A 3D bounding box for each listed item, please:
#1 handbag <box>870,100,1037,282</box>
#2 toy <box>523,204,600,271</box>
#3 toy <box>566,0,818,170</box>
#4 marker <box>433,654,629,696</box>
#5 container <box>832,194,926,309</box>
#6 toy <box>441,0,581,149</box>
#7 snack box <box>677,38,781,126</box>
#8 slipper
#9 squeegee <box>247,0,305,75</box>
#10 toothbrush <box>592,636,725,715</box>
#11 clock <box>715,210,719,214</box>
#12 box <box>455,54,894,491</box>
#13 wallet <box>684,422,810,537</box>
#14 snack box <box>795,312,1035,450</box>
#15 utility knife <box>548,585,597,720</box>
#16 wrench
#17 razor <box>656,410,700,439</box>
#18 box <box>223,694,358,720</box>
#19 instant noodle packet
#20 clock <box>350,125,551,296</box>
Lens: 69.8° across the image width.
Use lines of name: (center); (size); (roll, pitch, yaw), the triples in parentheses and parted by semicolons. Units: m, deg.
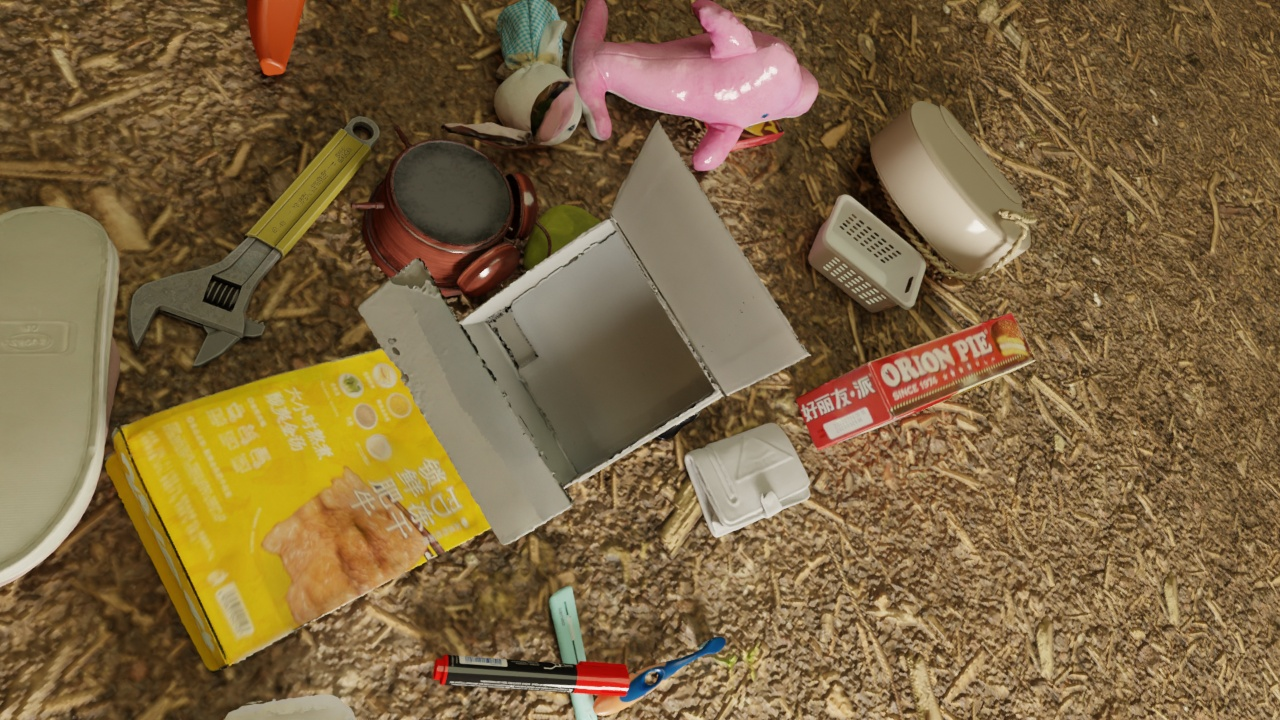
handbag: (0.367, -0.203, 1.064); (0.210, 0.104, 0.208); (48, 36, -5)
toy: (-0.048, -0.090, 0.821); (0.110, 0.051, 0.089); (22, 54, -9)
toy: (0.062, -0.296, 0.914); (0.265, 0.128, 0.186); (1, 78, -10)
marker: (-0.079, 0.232, 0.680); (0.145, 0.021, 0.023); (11, 50, -18)
container: (0.243, -0.110, 1.005); (0.129, 0.050, 0.080); (36, 56, -13)
toy: (-0.102, -0.258, 0.857); (0.106, 0.131, 0.205); (56, 24, -47)
snack box: (0.095, -0.296, 1.013); (0.089, 0.021, 0.133); (-20, 81, -33)
slipper: (-0.388, 0.017, 0.574); (0.114, 0.055, 0.273); (5, 55, -19)
squeegee: (-0.302, -0.320, 0.770); (0.249, 0.055, 0.184); (18, 61, -43)
toothbrush: (0.015, 0.252, 0.739); (0.134, 0.017, 0.021); (-16, 76, -35)
clock: (0.042, -0.084, 0.872); (0.103, 0.056, 0.147); (15, 58, -35)
box: (0.010, -0.037, 0.640); (0.149, 0.370, 0.167); (-31, 87, -34)
wallet: (0.101, 0.106, 0.843); (0.116, 0.032, 0.086); (-20, 79, -35)
snack box: (0.282, 0.020, 0.935); (0.235, 0.113, 0.060); (-15, 77, -34)
utility knife: (-0.050, 0.241, 0.710); (0.022, 0.015, 0.128); (-6, 77, -33)
wrench: (-0.285, -0.103, 0.711); (0.083, 0.018, 0.272); (35, 57, -14)
razor: (-0.005, 0.005, 0.815); (0.140, 0.053, 0.063); (50, 17, 4)
box: (-0.218, 0.279, 0.567); (0.108, 0.137, 0.124); (-5, 114, -33)
instant noodle packet: (-0.223, 0.089, 0.640); (0.221, 0.084, 0.163); (-23, 82, -41)
clock: (-0.149, -0.115, 0.757); (0.157, 0.072, 0.120); (26, 59, -14)
